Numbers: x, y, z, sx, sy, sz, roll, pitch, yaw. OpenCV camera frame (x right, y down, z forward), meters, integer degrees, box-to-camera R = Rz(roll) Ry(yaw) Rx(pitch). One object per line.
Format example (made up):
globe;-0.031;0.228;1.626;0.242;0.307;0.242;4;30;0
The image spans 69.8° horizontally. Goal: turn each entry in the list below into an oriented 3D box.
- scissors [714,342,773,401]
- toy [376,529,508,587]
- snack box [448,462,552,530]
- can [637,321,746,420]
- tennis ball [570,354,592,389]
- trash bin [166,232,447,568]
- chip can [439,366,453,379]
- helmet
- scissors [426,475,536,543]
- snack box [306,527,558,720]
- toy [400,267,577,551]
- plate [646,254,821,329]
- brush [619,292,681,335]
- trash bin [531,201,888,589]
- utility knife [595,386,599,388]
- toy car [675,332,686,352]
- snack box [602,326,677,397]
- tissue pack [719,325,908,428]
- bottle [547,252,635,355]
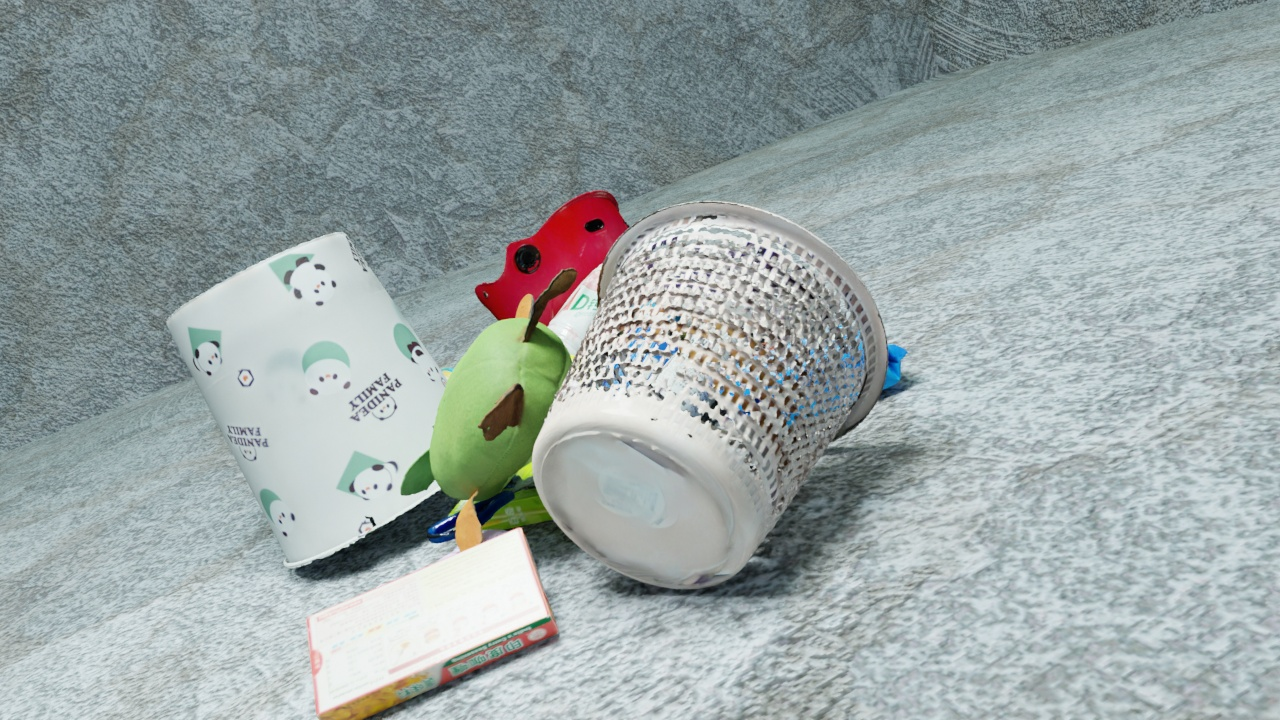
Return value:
scissors;0.076;0.027;0.925;0.225;0.015;0.189;-27;17;-20
toy;-0.131;0.160;0.675;0.084;0.039;0.107;19;39;37
snack box;-0.084;0.112;0.811;0.157;0.026;0.085;-14;16;20
can;0.043;0.025;0.853;0.058;0.058;0.146;-5;31;44
tennis ball;-0.083;0.025;1.036;0.065;0.065;0.065;-19;15;5
trash bin;-0.302;0.030;0.885;0.230;0.252;0.229;-28;9;5
chip can;-0.289;0.081;1.098;0.071;0.071;0.209;-9;18;36
helmet;-0.092;-0.106;1.283;0.241;0.144;0.206;-44;-18;27
scissors;-0.109;0.109;0.783;0.175;0.012;0.163;-31;19;-31
snack box;-0.139;0.174;0.606;0.155;0.027;0.077;-22;45;-6
toy;-0.108;0.039;0.703;0.247;0.090;0.226;132;155;-54
plate;0.102;-0.080;1.051;0.205;0.046;0.204;9;15;-3
brush;0.018;-0.056;1.140;0.109;0.060;0.315;-33;7;-20
trash bin;0.034;0.035;0.622;0.228;0.227;0.191;-9;31;35
utility knife;0.003;0.017;1.027;0.220;0.015;0.033;-15;9;40
toy car;0.041;-0.010;1.045;0.090;0.042;0.035;-16;6;13
snack box;-0.006;0.006;0.954;0.084;0.026;0.157;-60;12;2
tissue pack;0.145;0.016;0.799;0.157;0.052;0.095;-21;13;-1
bottle;-0.065;-0.061;1.171;0.068;0.068;0.196;2;52;54
